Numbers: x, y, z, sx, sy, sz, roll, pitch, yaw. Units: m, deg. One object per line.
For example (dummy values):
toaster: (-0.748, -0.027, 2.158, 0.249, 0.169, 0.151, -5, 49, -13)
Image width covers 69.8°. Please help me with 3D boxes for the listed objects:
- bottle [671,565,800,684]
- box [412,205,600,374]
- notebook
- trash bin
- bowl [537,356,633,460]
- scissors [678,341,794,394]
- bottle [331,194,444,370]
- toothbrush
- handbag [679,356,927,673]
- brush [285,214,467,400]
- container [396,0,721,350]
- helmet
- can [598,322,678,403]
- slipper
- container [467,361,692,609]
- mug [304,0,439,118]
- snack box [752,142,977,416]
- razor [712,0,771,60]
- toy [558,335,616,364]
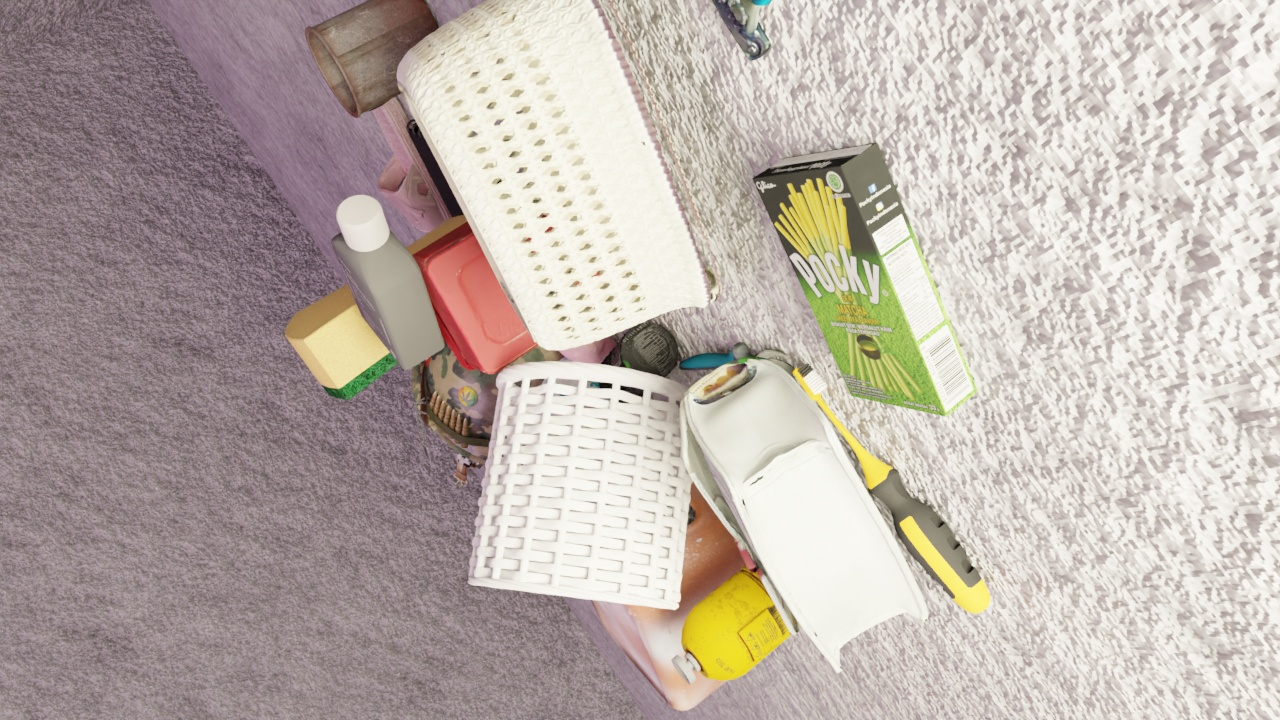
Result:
bottle: (0.098, 0.214, 0.784, 0.071, 0.163, 0.071, 48, 161, 23)
box: (-0.117, -0.077, 0.846, 0.135, 0.157, 0.117, 58, 157, -12)
notebook: (-0.192, -0.188, 1.059, 0.231, 0.019, 0.169, 32, 151, 51)
trash bin: (0.032, 0.240, 1.011, 0.181, 0.157, 0.260, 39, 155, 41)
bowl: (-0.046, 0.069, 0.981, 0.074, 0.143, 0.144, 8, 137, 28)
scissors: (0.075, 0.014, 0.726, 0.130, 0.019, 0.151, 37, 150, 33)
bottle: (-0.225, -0.073, 0.800, 0.083, 0.046, 0.174, 47, 158, 24)
toothbrush: (0.164, 0.083, 0.612, 0.031, 0.031, 0.196, -44, 73, 28)
handbag: (0.107, 0.107, 0.653, 0.198, 0.096, 0.142, 58, 180, -25)
brush: (-0.263, -0.067, 1.021, 0.075, 0.250, 0.195, 60, 166, -21)
container: (-0.053, -0.129, 0.609, 0.252, 0.143, 0.184, 66, 173, -28)
helmet: (-0.163, 0.033, 1.084, 0.224, 0.192, 0.237, 14, 132, 23)
can: (-0.005, 0.005, 0.860, 0.054, 0.053, 0.138, 55, 162, 3)
slipper: (-0.303, -0.233, 1.189, 0.094, 0.064, 0.239, 32, 149, 51)
container: (-0.047, 0.115, 0.816, 0.190, 0.189, 0.186, 134, 145, -72)
mug: (-0.253, -0.291, 0.894, 0.096, 0.110, 0.123, 58, 163, 11)
snack box: (0.122, -0.042, 0.503, 0.147, 0.025, 0.080, 62, 161, -18)
razor: (0.068, -0.179, 0.412, 0.042, 0.022, 0.144, 56, 161, -6)
toy: (-0.073, -0.031, 0.954, 0.095, 0.053, 0.099, 26, -169, -48)
